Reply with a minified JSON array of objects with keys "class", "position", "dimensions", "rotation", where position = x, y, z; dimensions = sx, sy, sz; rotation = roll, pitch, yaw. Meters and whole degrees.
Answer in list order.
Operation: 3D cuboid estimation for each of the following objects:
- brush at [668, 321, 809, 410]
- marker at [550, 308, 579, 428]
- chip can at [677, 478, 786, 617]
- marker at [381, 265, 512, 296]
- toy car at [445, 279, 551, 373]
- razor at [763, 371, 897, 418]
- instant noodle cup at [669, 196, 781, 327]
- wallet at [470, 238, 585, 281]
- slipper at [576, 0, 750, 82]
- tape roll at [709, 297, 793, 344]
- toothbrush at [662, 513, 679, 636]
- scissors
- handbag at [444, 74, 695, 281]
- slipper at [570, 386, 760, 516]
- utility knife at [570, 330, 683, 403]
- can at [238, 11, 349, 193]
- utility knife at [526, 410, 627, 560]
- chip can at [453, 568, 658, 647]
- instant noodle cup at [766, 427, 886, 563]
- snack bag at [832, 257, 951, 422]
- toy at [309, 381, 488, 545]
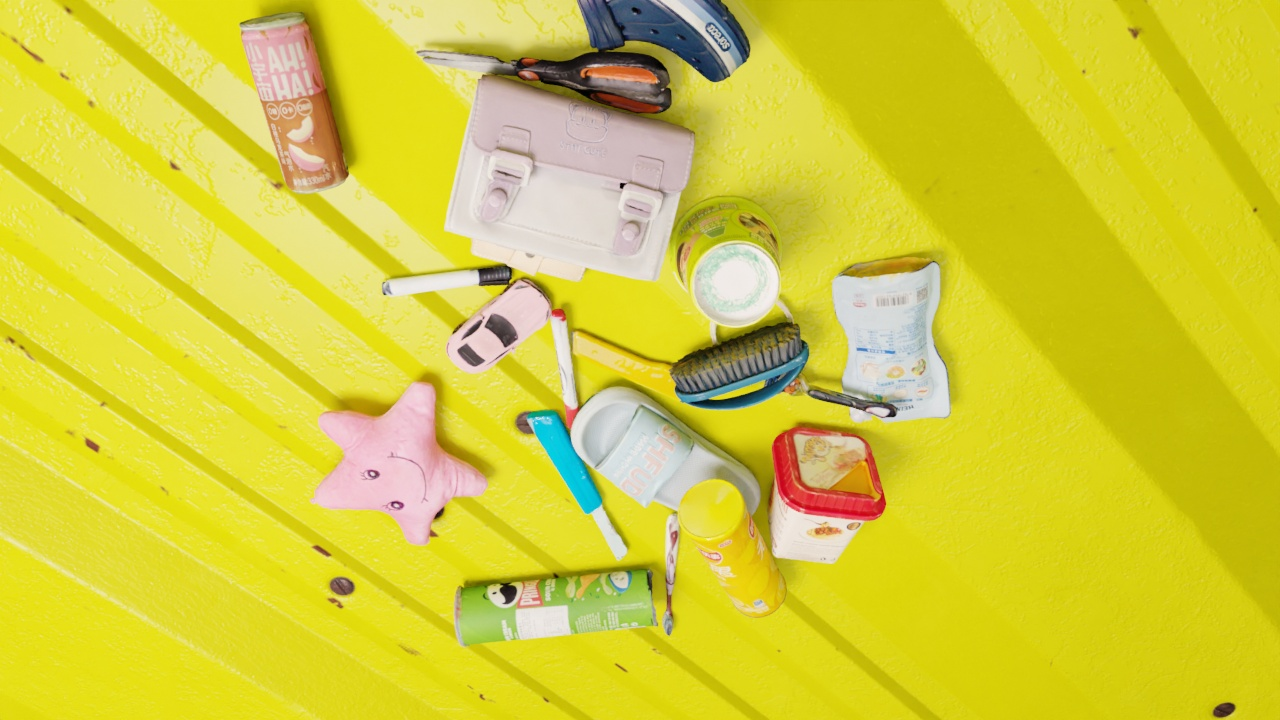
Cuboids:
[{"class":"brush","position":[0.105,0.013,0.939],"dimensions":[0.144,0.055,0.073],"rotation":[-20,117,9]},{"class":"marker","position":[-0.078,0.011,0.965],"dimensions":[0.017,0.017,0.145],"rotation":[-5,124,1]},{"class":"chip can","position":[0.105,0.214,1.020],"dimensions":[0.072,0.072,0.213],"rotation":[-19,139,8]},{"class":"marker","position":[-0.193,-0.078,0.917],"dimensions":[0.131,0.022,0.018],"rotation":[-8,152,1]},{"class":"toy car","position":[-0.145,-0.032,0.936],"dimensions":[0.122,0.037,0.056],"rotation":[-37,115,16]},{"class":"razor","position":[0.202,0.037,0.973],"dimensions":[0.143,0.022,0.043],"rotation":[17,121,7]},{"class":"instant noodle cup","position":[0.083,-0.087,0.855],"dimensions":[0.112,0.123,0.112],"rotation":[0,110,1]},{"class":"wallet","position":[-0.103,-0.126,0.894],"dimensions":[0.115,0.024,0.087],"rotation":[14,113,-11]},{"class":"slipper","position":[-0.022,-0.302,0.750],"dimensions":[0.252,0.105,0.095],"rotation":[33,109,-17]},{"class":"tape roll","position":[0.116,-0.033,0.955],"dimensions":[0.086,0.013,0.086],"rotation":[-1,119,-2]},{"class":"toothbrush","position":[0.037,0.262,1.113],"dimensions":[0.016,0.017,0.188],"rotation":[0,119,-3]},{"class":"scissors","position":[-0.082,-0.247,0.817],"dimensions":[0.235,0.152,0.021],"rotation":[6,82,27]},{"class":"handbag","position":[-0.063,-0.162,0.824],"dimensions":[0.197,0.098,0.145],"rotation":[12,98,-10]},{"class":"slipper","position":[0.029,0.121,1.004],"dimensions":[0.245,0.074,0.104],"rotation":[31,114,-20]},{"class":"utility knife","position":[-0.006,0.006,0.972],"dimensions":[0.156,0.015,0.033],"rotation":[24,109,-13]},{"class":"can","position":[-0.304,-0.226,0.810],"dimensions":[0.058,0.057,0.147],"rotation":[-6,119,1]},{"class":"utility knife","position":[-0.065,0.146,1.045],"dimensions":[0.034,0.018,0.225],"rotation":[-22,116,8]},{"class":"chip can","position":[-0.099,0.295,1.096],"dimensions":[0.236,0.072,0.072],"rotation":[-6,119,2]},{"class":"instant noodle cup","position":[0.194,0.154,1.013],"dimensions":[0.116,0.116,0.124],"rotation":[7,130,-6]},{"class":"snack bag","position":[0.263,-0.013,0.958],"dimensions":[0.110,0.038,0.191],"rotation":[-11,120,5]},{"class":"toy","position":[-0.268,0.125,0.993],"dimensions":[0.178,0.074,0.195],"rotation":[-22,117,0]}]
